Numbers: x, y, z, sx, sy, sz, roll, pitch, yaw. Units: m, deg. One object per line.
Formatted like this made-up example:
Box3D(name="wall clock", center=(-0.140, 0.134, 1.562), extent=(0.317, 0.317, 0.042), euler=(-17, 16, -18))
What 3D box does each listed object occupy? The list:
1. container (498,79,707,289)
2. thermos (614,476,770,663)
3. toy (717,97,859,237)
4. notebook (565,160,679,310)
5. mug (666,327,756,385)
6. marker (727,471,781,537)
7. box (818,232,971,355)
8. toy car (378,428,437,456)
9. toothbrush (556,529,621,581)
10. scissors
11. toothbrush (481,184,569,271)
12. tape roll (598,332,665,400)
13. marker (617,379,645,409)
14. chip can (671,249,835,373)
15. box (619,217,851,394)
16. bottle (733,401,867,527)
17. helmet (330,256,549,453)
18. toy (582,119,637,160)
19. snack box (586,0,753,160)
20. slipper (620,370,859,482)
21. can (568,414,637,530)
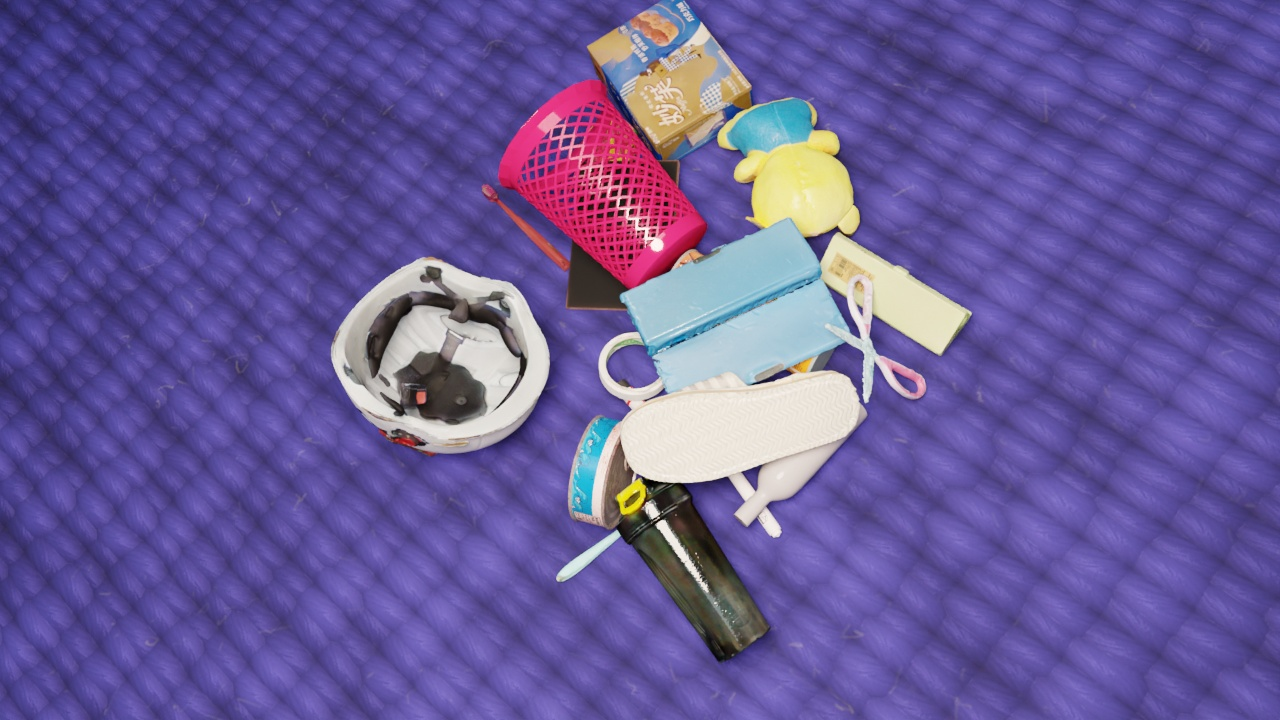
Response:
Box3D(name="container", center=(-0.037, -0.207, 1.167), extent=(0.183, 0.183, 0.226), euler=(-42, 82, -5))
Box3D(name="thermos", center=(0.055, 0.231, 1.047), extent=(0.098, 0.098, 0.220), euler=(-34, 76, -2))
Box3D(name="toy", center=(0.193, -0.252, 1.205), extent=(0.149, 0.084, 0.213), euler=(-17, 65, 7))
Box3D(name="notebook", center=(-0.024, -0.171, 1.243), extent=(0.141, 0.008, 0.209), euler=(2, 80, 13))
Box3D(name="mug", center=(0.079, 0.006, 1.132), extent=(0.088, 0.078, 0.113), euler=(-28, 86, 1))
Box3D(name="marker", center=(0.129, 0.156, 1.106), extent=(0.020, 0.017, 0.133), euler=(-42, 66, 16))
Box3D(name="box", center=(0.309, -0.081, 1.137), extent=(0.188, 0.090, 0.077), euler=(35, 101, 18))
Box3D(name="toy car", center=(-0.301, 0.095, 1.212), extent=(0.091, 0.036, 0.042), euler=(19, 74, 12))
Box3D(name="toothbrush", center=(-0.031, 0.213, 1.122), extent=(0.180, 0.016, 0.016), euler=(-38, 69, -2))
Box3D(name="scissors", center=(0.278, -0.020, 1.084), extent=(0.013, 0.170, 0.172), euler=(-30, 43, 49))
Box3D(name="toothbrush", center=(-0.163, -0.190, 1.293), extent=(0.016, 0.016, 0.190), euler=(-43, 68, -6))
Box3D(name="tape roll", center=(-0.007, 0.007, 1.175), extent=(0.094, 0.018, 0.093), euler=(0, 58, -1))
Box3D(name="marker", center=(0.018, 0.081, 1.156), extent=(0.019, 0.019, 0.145), euler=(-40, 68, -4))
Box3D(name="chip can", center=(0.137, -0.058, 1.150), extent=(0.215, 0.075, 0.075), euler=(32, 80, 20))
Box3D(name="box", center=(0.112, -0.057, 1.090), extent=(0.231, 0.048, 0.176), euler=(-25, 67, -1))
Box3D(name="bottle", center=(0.184, 0.118, 1.083), extent=(0.052, 0.052, 0.195), euler=(41, 79, 22))
Box3D(name="helmet", center=(-0.241, 0.017, 1.156), extent=(0.264, 0.164, 0.236), euler=(25, 62, 10))
Box3D(name="toy", center=(-0.042, -0.302, 1.295), extent=(0.084, 0.046, 0.103), euler=(-43, 64, 18))
Box3D(name="snack box", center=(0.041, -0.396, 1.295), extent=(0.155, 0.069, 0.202), euler=(-31, 67, 0))
Box3D(name="slipper", center=(0.112, 0.070, 1.044), extent=(0.272, 0.054, 0.114), euler=(-10, 97, -1))
Box3D(name="can", center=(-0.041, 0.132, 1.090), extent=(0.044, 0.130, 0.129), euler=(12, 73, 15))
